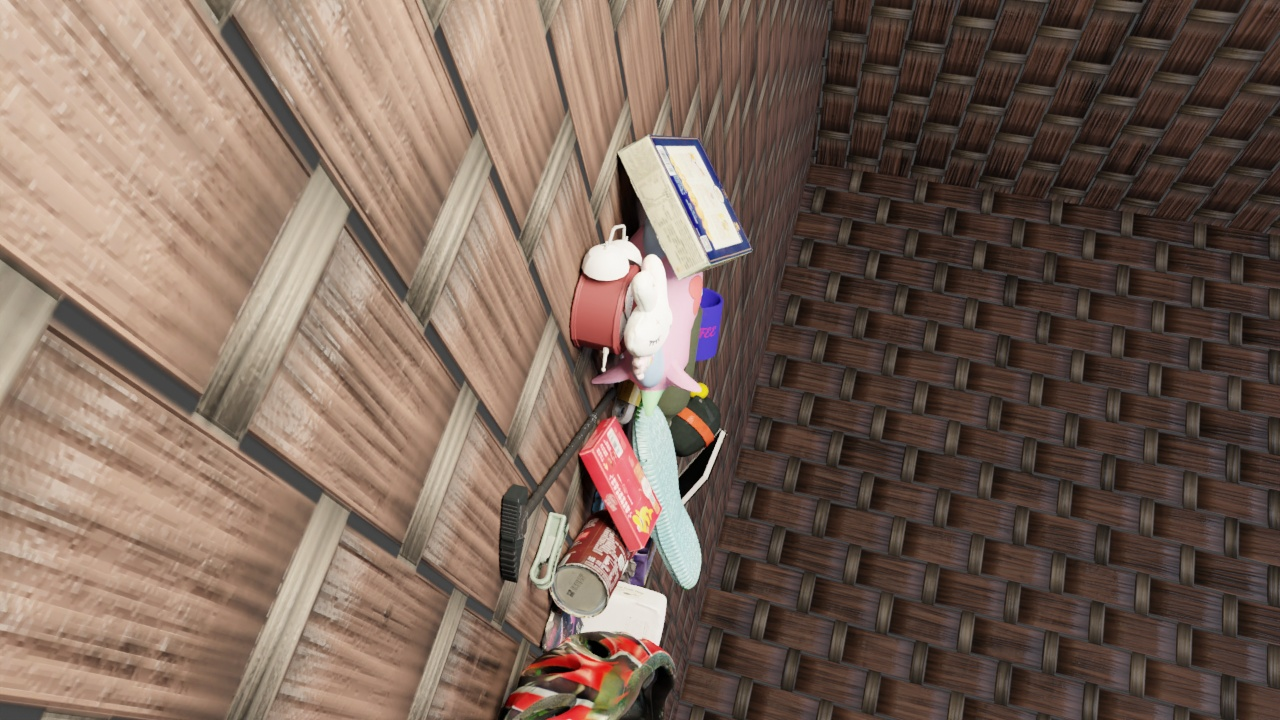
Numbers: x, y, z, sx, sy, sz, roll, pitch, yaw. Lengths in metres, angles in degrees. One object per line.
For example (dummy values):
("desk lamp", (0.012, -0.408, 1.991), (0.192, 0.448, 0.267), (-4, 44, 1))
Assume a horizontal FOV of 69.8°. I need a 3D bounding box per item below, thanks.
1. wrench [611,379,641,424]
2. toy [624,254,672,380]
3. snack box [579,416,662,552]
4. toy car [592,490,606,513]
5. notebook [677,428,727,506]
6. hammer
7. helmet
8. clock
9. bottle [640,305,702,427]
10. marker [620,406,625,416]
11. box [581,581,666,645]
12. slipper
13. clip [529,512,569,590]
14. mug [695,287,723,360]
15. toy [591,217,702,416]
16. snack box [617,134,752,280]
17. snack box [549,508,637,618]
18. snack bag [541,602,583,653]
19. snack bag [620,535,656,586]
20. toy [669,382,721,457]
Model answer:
("wrench", (0.015, -0.053, 1.127), (0.018, 0.084, 0.273), (22, 86, -43))
("toy", (0.008, -0.036, 0.896), (0.075, 0.037, 0.126), (-51, 147, -57))
("snack box", (-0.020, 0.141, 1.058), (0.133, 0.021, 0.089), (64, 24, -14))
("toy car", (-0.034, 0.179, 1.176), (0.107, 0.027, 0.060), (-14, 116, -77))
("notebook", (0.061, 0.212, 1.462), (0.207, 0.016, 0.148), (-52, -178, 29))
("hammer", (-0.075, 0.102, 0.946), (0.324, 0.015, 0.095), (-55, 154, -64))
("helmet", (-0.056, 0.379, 0.916), (0.216, 0.167, 0.273), (-46, 154, -44))
("clock", (-0.030, -0.065, 0.903), (0.096, 0.048, 0.138), (-39, 140, -72))
("bottle", (0.036, 0.019, 1.243), (0.071, 0.071, 0.207), (-51, 151, -65))
("marker", (-0.007, 0.006, 1.156), (0.019, 0.019, 0.145), (63, 40, -71))
("box", (-0.018, 0.339, 1.221), (0.130, 0.110, 0.103), (-28, 129, -73))
("slipper", (0.020, 0.186, 1.224), (0.115, 0.070, 0.276), (-66, 142, -63))
("clip", (-0.093, 0.195, 0.933), (0.047, 0.023, 0.076), (80, 23, -57))
("mug", (0.072, -0.062, 1.350), (0.111, 0.079, 0.084), (-114, -154, -59))
("toy", (0.020, -0.066, 1.016), (0.170, 0.120, 0.222), (-63, 154, -59))
("snack box", (0.051, -0.164, 0.967), (0.144, 0.043, 0.144), (64, 27, 0))
("snack box", (-0.050, 0.229, 1.043), (0.121, 0.072, 0.072), (-52, 152, -64))
("snack bag", (-0.091, 0.327, 1.085), (0.155, 0.018, 0.074), (85, 20, -60))
("snack bag", (0.005, 0.222, 1.339), (0.096, 0.058, 0.204), (93, 12, -47))
("toy", (0.069, 0.104, 1.445), (0.099, 0.098, 0.119), (48, 70, -22))
